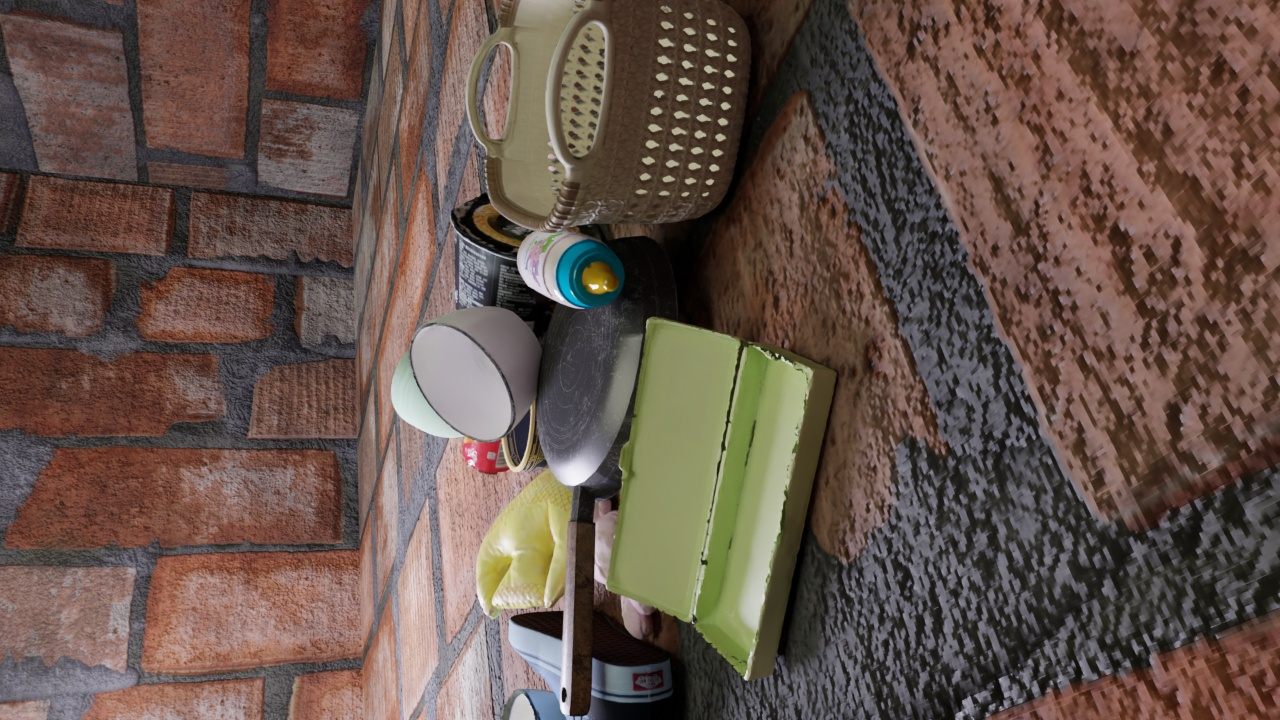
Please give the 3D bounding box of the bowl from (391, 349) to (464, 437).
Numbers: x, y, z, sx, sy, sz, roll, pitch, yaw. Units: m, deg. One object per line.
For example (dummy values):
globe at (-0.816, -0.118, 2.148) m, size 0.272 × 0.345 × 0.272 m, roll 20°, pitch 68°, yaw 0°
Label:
bowl at (-0.208, 0.033, 1.080) m, size 0.077 × 0.150 × 0.151 m, roll 36°, pitch 125°, yaw 35°

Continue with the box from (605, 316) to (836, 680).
box at (0.045, 0.077, 0.551) m, size 0.141 × 0.043 × 0.188 m, roll 18°, pitch 105°, yaw 40°

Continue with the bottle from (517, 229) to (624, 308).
bottle at (-0.045, -0.062, 0.630) m, size 0.146 × 0.051 × 0.051 m, roll -152°, pitch 66°, yaw -64°

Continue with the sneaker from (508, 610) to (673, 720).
sneaker at (-0.049, 0.262, 0.731) m, size 0.242 × 0.083 × 0.098 m, roll 175°, pitch 97°, yaw -65°

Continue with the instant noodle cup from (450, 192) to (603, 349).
instant noodle cup at (-0.112, -0.075, 0.842) m, size 0.137 × 0.137 × 0.112 m, roll -118°, pitch 36°, yaw -51°

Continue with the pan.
pan at (-0.041, 0.076, 0.668) m, size 0.208 × 0.040 × 0.356 m, roll -24°, pitch 57°, yaw 60°

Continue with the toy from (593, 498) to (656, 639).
toy at (-0.013, 0.154, 0.700) m, size 0.110 × 0.047 × 0.064 m, roll 64°, pitch 149°, yaw 32°

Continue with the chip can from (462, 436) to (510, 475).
chip can at (-0.146, 0.013, 1.002) m, size 0.073 × 0.073 × 0.233 m, roll -119°, pitch 37°, yaw -52°

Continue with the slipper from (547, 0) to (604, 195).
slipper at (-0.072, -0.280, 0.873) m, size 0.114 × 0.054 × 0.275 m, roll -124°, pitch 43°, yaw -56°

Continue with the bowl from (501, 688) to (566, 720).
bowl at (-0.068, 0.354, 0.773) m, size 0.154 × 0.072 × 0.153 m, roll -177°, pitch 90°, yaw -68°

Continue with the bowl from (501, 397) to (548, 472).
bowl at (-0.089, 0.049, 0.870) m, size 0.112 × 0.061 × 0.112 m, roll -178°, pitch 90°, yaw -68°

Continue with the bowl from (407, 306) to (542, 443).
bowl at (-0.132, 0.005, 0.779) m, size 0.116 × 0.065 × 0.116 m, roll 20°, pitch 130°, yaw 26°

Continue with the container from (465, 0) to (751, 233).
container at (-0.030, -0.183, 0.647) m, size 0.246 × 0.142 × 0.185 m, roll -142°, pitch 58°, yaw -63°

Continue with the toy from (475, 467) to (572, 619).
toy at (-0.087, 0.152, 0.816) m, size 0.171 × 0.064 × 0.154 m, roll -26°, pitch 37°, yaw 45°
